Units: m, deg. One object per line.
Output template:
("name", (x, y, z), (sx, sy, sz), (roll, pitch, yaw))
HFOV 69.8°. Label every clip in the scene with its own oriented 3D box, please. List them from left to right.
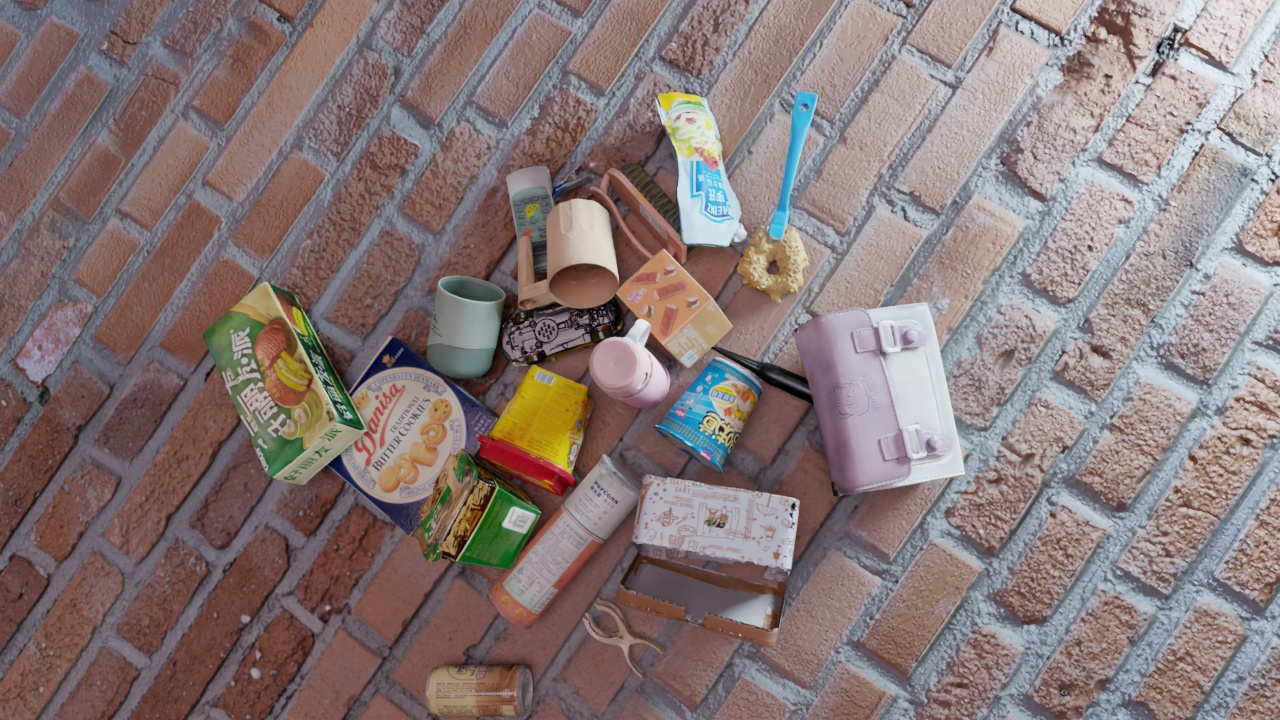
("clip", (-0.090, -0.225, 1.151), (0.056, 0.024, 0.028), (-40, 81, -20))
("clip", (-0.017, 0.316, 1.081), (0.103, 0.034, 0.076), (30, 89, 7))

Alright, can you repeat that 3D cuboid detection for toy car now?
("toy car", (-0.097, -0.041, 1.128), (0.156, 0.041, 0.071), (-19, 81, 2))

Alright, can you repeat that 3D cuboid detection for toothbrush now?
("toothbrush", (0.158, 0.019, 1.087), (0.213, 0.026, 0.027), (24, 74, 12))

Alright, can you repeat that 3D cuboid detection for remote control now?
("remote control", (-0.132, -0.178, 1.161), (0.056, 0.019, 0.135), (-12, 82, 8))

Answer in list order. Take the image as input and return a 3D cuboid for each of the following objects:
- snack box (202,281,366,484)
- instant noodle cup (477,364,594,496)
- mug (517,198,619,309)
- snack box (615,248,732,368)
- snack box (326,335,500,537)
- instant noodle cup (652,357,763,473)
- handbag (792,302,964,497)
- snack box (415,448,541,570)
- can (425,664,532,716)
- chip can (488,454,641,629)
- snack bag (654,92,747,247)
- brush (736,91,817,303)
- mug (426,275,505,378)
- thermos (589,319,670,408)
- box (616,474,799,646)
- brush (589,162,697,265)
("snack box", (-0.445, 0.026, 1.142), (0.114, 0.063, 0.240), (-38, 66, 7))
("instant noodle cup", (-0.116, 0.082, 1.090), (0.116, 0.116, 0.123), (21, 76, 10))
("mug", (-0.089, -0.121, 1.091), (0.125, 0.084, 0.103), (-16, 55, 15))
("snack box", (0.041, -0.059, 1.071), (0.077, 0.093, 0.094), (-43, 63, 3))
("snack box", (-0.291, 0.094, 1.145), (0.182, 0.046, 0.178), (36, 91, 11))
("instant noodle cup", (0.085, 0.060, 1.066), (0.099, 0.099, 0.110), (34, 81, 11))
("handbag", (0.263, 0.043, 1.012), (0.145, 0.099, 0.197), (-8, 81, -14))
("snack box", (-0.184, 0.180, 1.068), (0.105, 0.117, 0.118), (27, 92, -25))
("can", (-0.190, 0.392, 1.088), (0.116, 0.058, 0.058), (-3, 83, 9))
("chip can", (-0.087, 0.214, 1.084), (0.071, 0.071, 0.215), (41, 92, 11))
("snack bag", (0.072, -0.224, 1.095), (0.039, 0.110, 0.191), (-22, 76, 37))
("brush", (0.174, -0.195, 1.093), (0.083, 0.046, 0.254), (11, 91, 12))
("mug", (-0.218, -0.045, 1.126), (0.082, 0.111, 0.106), (3, 115, -25))
("thermos", (-0.006, 0.006, 1.029), (0.067, 0.198, 0.087), (29, 87, 12))
("box", (0.075, 0.229, 1.019), (0.182, 0.148, 0.157), (8, 70, 10))
("brush", (0.004, -0.178, 1.116), (0.073, 0.063, 0.145), (-40, 78, -7))
